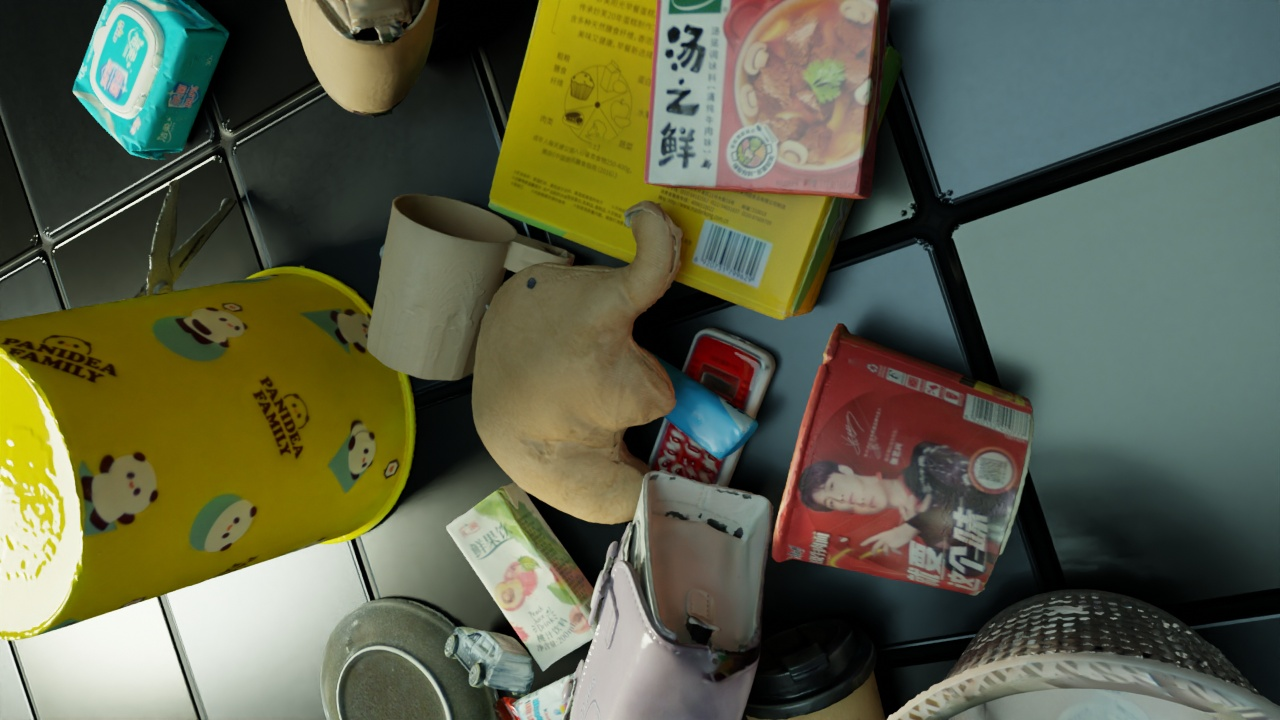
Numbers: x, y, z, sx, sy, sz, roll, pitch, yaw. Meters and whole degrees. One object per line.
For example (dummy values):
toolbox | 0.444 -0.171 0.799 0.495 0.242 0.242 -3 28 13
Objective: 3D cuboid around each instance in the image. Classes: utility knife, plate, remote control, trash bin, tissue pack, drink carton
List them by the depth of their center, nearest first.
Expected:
trash bin | 0.224 0.213 0.443 0.228 0.191 0.227 4 99 24
utility knife | -0.004 0.003 0.596 0.187 0.018 0.034 36 115 29
remote control | 0.040 0.048 0.597 0.056 0.020 0.136 25 107 18
trash bin | -0.326 0.056 0.634 0.230 0.254 0.230 4 100 24
drink carton | -0.078 0.150 0.651 0.054 0.045 0.122 -38 84 14
tissue pack | -0.389 -0.239 0.730 0.093 0.050 0.134 40 111 15
plate | -0.192 0.280 0.735 0.180 0.024 0.179 4 100 24

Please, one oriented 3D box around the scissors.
scissors | -0.387 -0.036 0.717 0.015 0.188 0.227 29 130 10

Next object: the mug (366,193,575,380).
mug | -0.118 -0.044 0.625 0.124 0.084 0.104 19 112 -3

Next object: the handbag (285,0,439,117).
handbag | -0.171 -0.244 0.564 0.099 0.205 0.148 -18 95 -16

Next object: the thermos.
thermos | 0.114 0.230 0.558 0.093 0.092 0.143 -18 97 25

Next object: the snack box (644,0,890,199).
snack box | 0.064 -0.149 0.465 0.113 0.044 0.127 7 99 22

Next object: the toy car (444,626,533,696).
toy car | -0.108 0.213 0.661 0.091 0.043 0.034 8 79 60

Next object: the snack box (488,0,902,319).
snack box | 0.027 -0.134 0.547 0.210 0.069 0.158 23 106 20

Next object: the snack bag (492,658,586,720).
snack bag | -0.059 0.251 0.670 0.105 0.026 0.045 -31 82 23

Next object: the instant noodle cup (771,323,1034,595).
instant noodle cup | 0.141 0.059 0.496 0.109 0.137 0.138 16 104 15

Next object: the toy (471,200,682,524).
toy | -0.040 0.002 0.558 0.143 0.082 0.226 21 129 14

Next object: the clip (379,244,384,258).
clip | -0.165 -0.065 0.673 0.024 0.026 0.056 -37 92 26

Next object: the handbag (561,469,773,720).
handbag | 0.009 0.186 0.539 0.098 0.144 0.197 12 118 -7
